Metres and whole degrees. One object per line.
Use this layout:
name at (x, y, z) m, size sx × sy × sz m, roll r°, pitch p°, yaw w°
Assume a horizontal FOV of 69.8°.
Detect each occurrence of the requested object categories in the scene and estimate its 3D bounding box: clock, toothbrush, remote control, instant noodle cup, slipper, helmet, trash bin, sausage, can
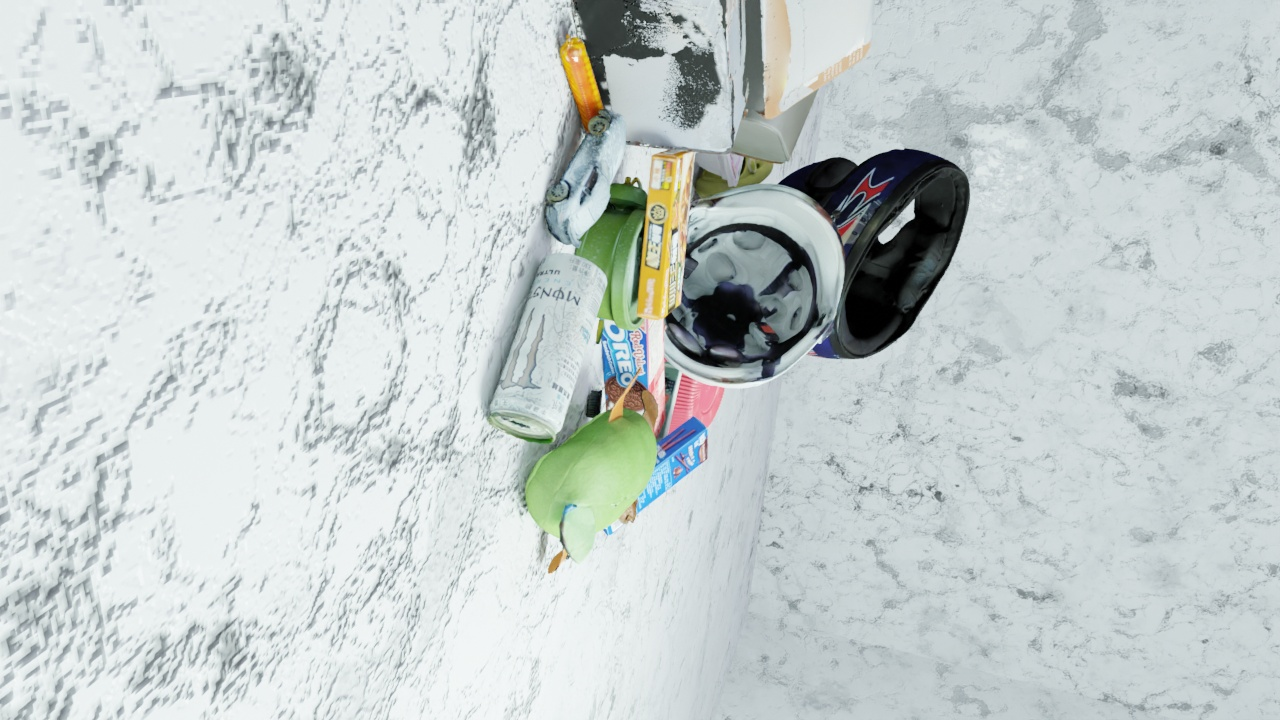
clock at (-0.018, -0.104, 0.888) m, size 0.116 × 0.056 × 0.160 m, roll 78°, pitch 26°, yaw -59°
toothbrush at (-0.063, 0.122, 0.976) m, size 0.014 × 0.016 × 0.189 m, roll -49°, pitch 151°, yaw -81°
remote control at (0.011, 0.065, 1.134) m, size 0.019 × 0.056 × 0.135 m, roll 50°, pitch 52°, yaw -71°
instant noodle cup at (0.100, -0.322, 1.180) m, size 0.173 × 0.060 × 0.137 m, roll 63°, pitch 38°, yaw -67°
slipper at (0.135, -0.287, 1.306) m, size 0.190 × 0.092 × 0.082 m, roll -55°, pitch 150°, yaw -52°
helmet at (0.274, -0.163, 1.276) m, size 0.247 × 0.240 × 0.316 m, roll 23°, pitch 101°, yaw -47°
helmet at (0.120, -0.079, 1.125) m, size 0.258 × 0.229 × 0.146 m, roll -53°, pitch 175°, yaw -15°
trash bin at (0.113, -0.348, 0.985) m, size 0.199 × 0.199 × 0.220 m, roll 12°, pitch 96°, yaw -74°
sausage at (-0.043, -0.215, 0.775) m, size 0.165 × 0.021 × 0.021 m, roll 69°, pitch 34°, yaw -65°
can at (-0.073, -0.011, 0.731) m, size 0.058 × 0.058 × 0.146 m, roll 71°, pitch 33°, yaw -64°
instant noodle cup at (0.068, 0.030, 1.260) m, size 0.193 × 0.066 × 0.194 m, roll -42°, pitch 140°, yaw -50°

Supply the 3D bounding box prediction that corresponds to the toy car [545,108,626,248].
toy car at (-0.041, -0.153, 0.770) m, size 0.120 × 0.037 × 0.054 m, roll -65°, pitch 163°, yaw -12°

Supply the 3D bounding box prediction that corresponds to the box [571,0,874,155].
box at (0.080, -0.282, 0.775) m, size 0.179 × 0.272 × 0.130 m, roll 76°, pitch 0°, yaw -57°

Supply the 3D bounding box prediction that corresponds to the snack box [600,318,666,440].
snack box at (-0.006, 0.006, 1.019) m, size 0.058 × 0.057 × 0.208 m, roll -62°, pitch 159°, yaw -44°

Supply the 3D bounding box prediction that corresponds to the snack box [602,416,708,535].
snack box at (0.013, 0.136, 1.077) m, size 0.157 × 0.026 × 0.085 m, roll -36°, pitch 153°, yaw -15°

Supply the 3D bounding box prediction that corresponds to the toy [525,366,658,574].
toy at (-0.040, 0.109, 0.894) m, size 0.227 × 0.090 × 0.246 m, roll -71°, pitch 164°, yaw 10°

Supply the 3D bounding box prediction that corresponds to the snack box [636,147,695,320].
snack box at (0.025, -0.121, 0.869) m, size 0.075 × 0.026 × 0.154 m, roll -45°, pitch 143°, yaw -66°
